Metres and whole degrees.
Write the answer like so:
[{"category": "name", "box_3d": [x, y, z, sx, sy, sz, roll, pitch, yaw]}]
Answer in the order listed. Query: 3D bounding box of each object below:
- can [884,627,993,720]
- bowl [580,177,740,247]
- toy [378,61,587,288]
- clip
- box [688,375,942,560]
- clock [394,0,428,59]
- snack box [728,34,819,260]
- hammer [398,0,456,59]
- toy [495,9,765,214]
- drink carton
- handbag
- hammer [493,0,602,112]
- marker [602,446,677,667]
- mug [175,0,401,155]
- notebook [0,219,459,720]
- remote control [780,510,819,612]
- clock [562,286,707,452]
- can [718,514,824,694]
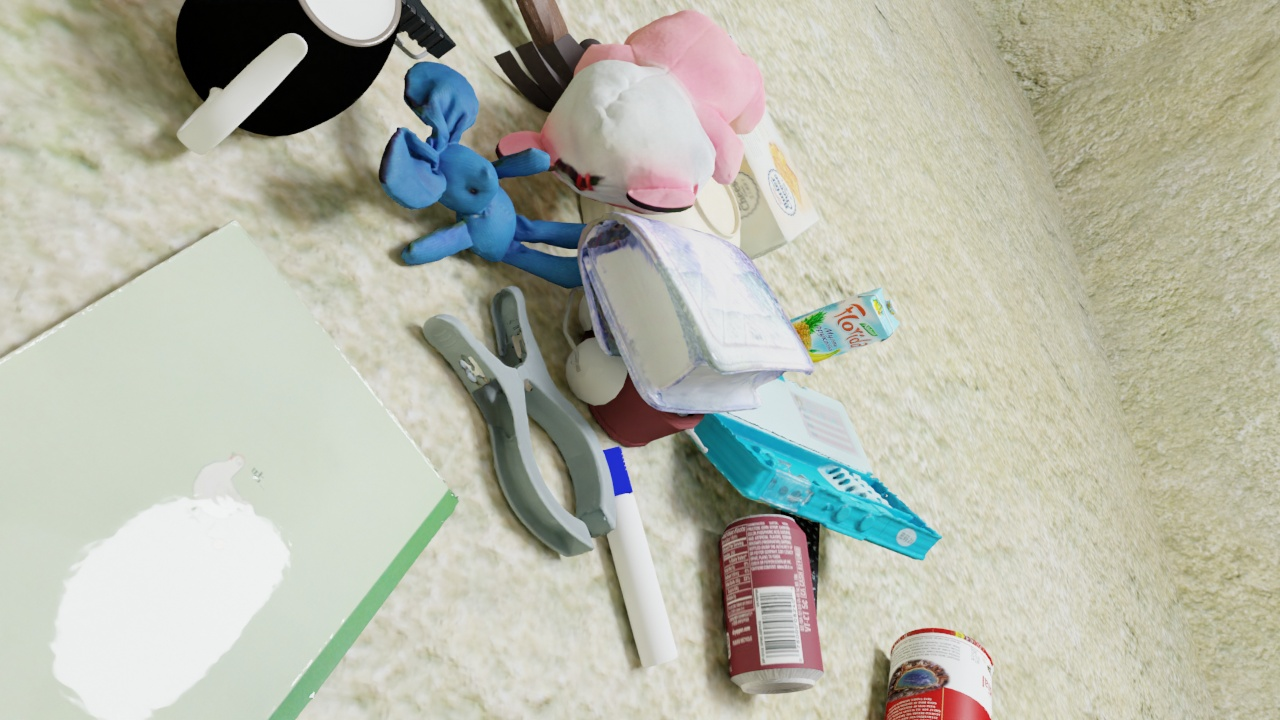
[{"category": "can", "box_3d": [0.250, 0.298, 0.772, 0.086, 0.087, 0.116, 53, 36, -20]}, {"category": "bowl", "box_3d": [0.029, -0.113, 0.720, 0.150, 0.075, 0.150, 31, 47, -41]}, {"category": "toy", "box_3d": [-0.091, -0.102, 0.539, 0.176, 0.071, 0.112, 36, 55, -51]}, {"category": "clip", "box_3d": [-0.058, 0.032, 0.553, 0.163, 0.028, 0.107, 62, 32, -7]}, {"category": "box", "box_3d": [0.127, 0.072, 0.753, 0.226, 0.056, 0.185, 24, 24, -36]}, {"category": "clock", "box_3d": [-0.173, -0.218, 0.523, 0.123, 0.044, 0.091, 52, 29, -22]}, {"category": "snack box", "box_3d": [0.090, -0.204, 0.879, 0.208, 0.058, 0.104, 62, 33, -6]}, {"category": "hammer", "box_3d": [-0.152, -0.310, 0.586, 0.095, 0.015, 0.324, 42, 29, -41]}, {"category": "toy", "box_3d": [0.007, -0.172, 0.638, 0.142, 0.084, 0.212, 30, 49, 8]}, {"category": "drink carton", "box_3d": [0.163, -0.024, 0.806, 0.038, 0.129, 0.044, -38, 103, -49]}, {"category": "handbag", "box_3d": [0.036, -0.031, 0.601, 0.158, 0.069, 0.126, 1, 58, -56]}, {"category": "hammer", "box_3d": [-0.108, -0.331, 0.643, 0.323, 0.033, 0.115, 66, 31, -24]}, {"category": "marker", "box_3d": [-0.005, 0.121, 0.572, 0.023, 0.027, 0.133, -12, 78, -20]}, {"category": "mug", "box_3d": [-0.167, -0.145, 0.426, 0.085, 0.100, 0.118, 44, 59, -32]}, {"category": "notebook", "box_3d": [-0.186, 0.070, 0.362, 0.182, 0.010, 0.251, 55, 35, -18]}, {"category": "remote control", "box_3d": [0.123, 0.164, 0.736, 0.047, 0.022, 0.149, 47, 36, -27]}, {"category": "clock", "box_3d": [-0.004, 0.004, 0.626, 0.137, 0.048, 0.096, 43, 40, -34]}, {"category": "can", "box_3d": [0.090, 0.171, 0.644, 0.063, 0.063, 0.114, 28, 49, -44]}]
